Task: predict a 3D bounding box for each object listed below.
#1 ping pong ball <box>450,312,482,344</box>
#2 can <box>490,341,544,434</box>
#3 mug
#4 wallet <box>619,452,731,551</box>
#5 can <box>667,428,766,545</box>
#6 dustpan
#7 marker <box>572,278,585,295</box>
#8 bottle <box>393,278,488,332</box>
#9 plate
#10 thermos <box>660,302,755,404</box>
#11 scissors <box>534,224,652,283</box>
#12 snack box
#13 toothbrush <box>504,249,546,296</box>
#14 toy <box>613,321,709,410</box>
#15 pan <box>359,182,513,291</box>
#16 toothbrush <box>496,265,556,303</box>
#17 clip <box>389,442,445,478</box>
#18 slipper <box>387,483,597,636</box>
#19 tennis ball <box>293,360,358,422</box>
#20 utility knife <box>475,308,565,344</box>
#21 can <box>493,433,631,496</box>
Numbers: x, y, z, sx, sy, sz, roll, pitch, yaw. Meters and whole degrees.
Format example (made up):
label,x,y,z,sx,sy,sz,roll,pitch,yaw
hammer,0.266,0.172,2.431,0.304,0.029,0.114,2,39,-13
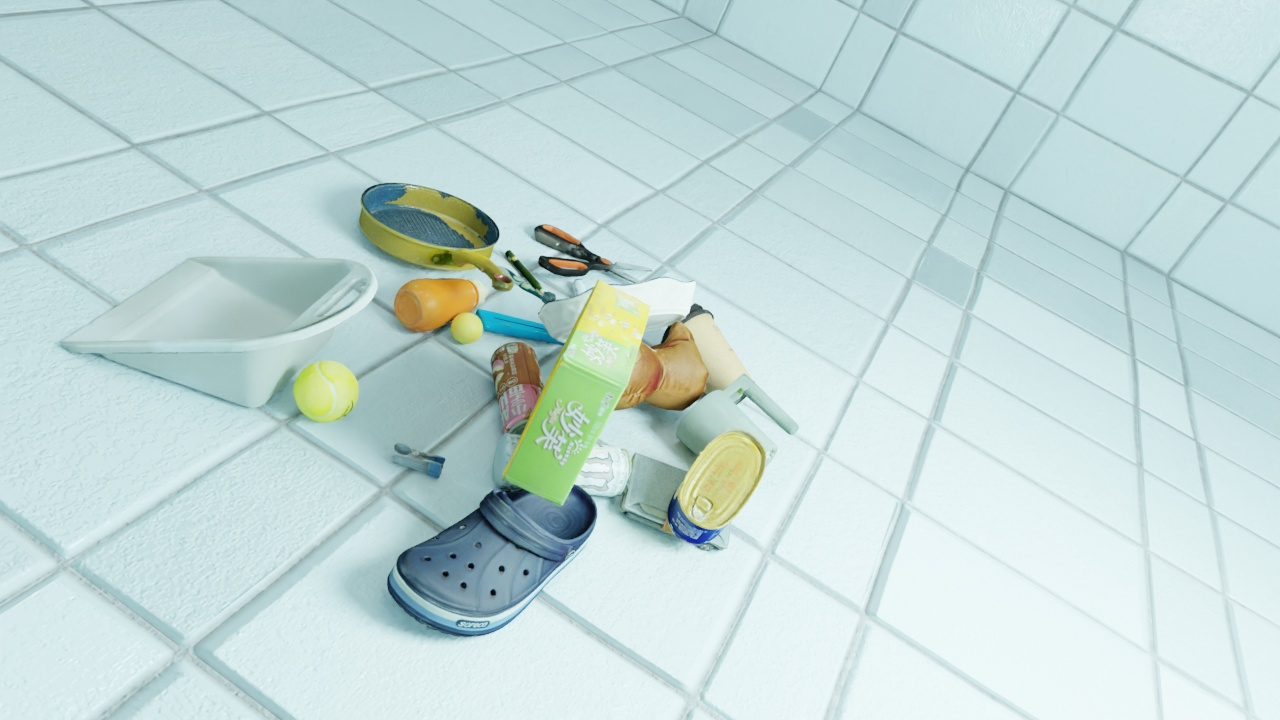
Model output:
label,x,y,z,sx,sy,sz,roll,pitch,yaw
ping pong ball,-0.221,-0.041,1.168,0.040,0.040,0.040,17,34,-12
can,-0.141,0.043,1.088,0.057,0.058,0.147,8,37,-24
mug,0.124,0.088,1.155,0.123,0.084,0.103,-39,67,-14
wallet,0.045,0.162,1.064,0.129,0.037,0.106,21,33,-6
can,0.086,0.141,1.035,0.074,0.049,0.147,36,50,6
dustpan,-0.423,-0.067,0.982,0.258,0.143,0.222,26,33,-2
marker,-0.081,-0.077,1.329,0.018,0.023,0.130,36,25,-35
bottle,-0.249,-0.079,1.189,0.067,0.067,0.149,37,28,17
plate,-0.028,-0.062,1.187,0.204,0.205,0.045,-6,82,-39
thermos,0.094,-0.003,1.285,0.092,0.093,0.143,-15,57,-45
scissors,-0.078,-0.152,1.428,0.221,0.022,0.231,35,27,20
snack box,-0.062,0.027,0.956,0.070,0.158,0.209,26,25,-5
toothbrush,-0.144,-0.104,1.333,0.017,0.012,0.186,-5,43,-47
toy,-0.007,0.007,1.149,0.130,0.140,0.199,43,30,28
pan,-0.257,-0.161,1.244,0.197,0.078,0.357,1,34,-35
toothbrush,-0.161,-0.107,1.266,0.016,0.018,0.192,-6,23,-31
clip,-0.236,0.105,0.972,0.058,0.026,0.036,18,41,-5
slipper,-0.122,0.175,0.888,0.105,0.095,0.252,37,31,22
tennis ball,-0.332,0.033,0.969,0.065,0.066,0.065,17,34,-12
utility knife,-0.115,-0.035,1.252,0.223,0.018,0.034,11,37,-23
can,-0.087,0.117,1.020,0.146,0.058,0.058,9,36,-23
